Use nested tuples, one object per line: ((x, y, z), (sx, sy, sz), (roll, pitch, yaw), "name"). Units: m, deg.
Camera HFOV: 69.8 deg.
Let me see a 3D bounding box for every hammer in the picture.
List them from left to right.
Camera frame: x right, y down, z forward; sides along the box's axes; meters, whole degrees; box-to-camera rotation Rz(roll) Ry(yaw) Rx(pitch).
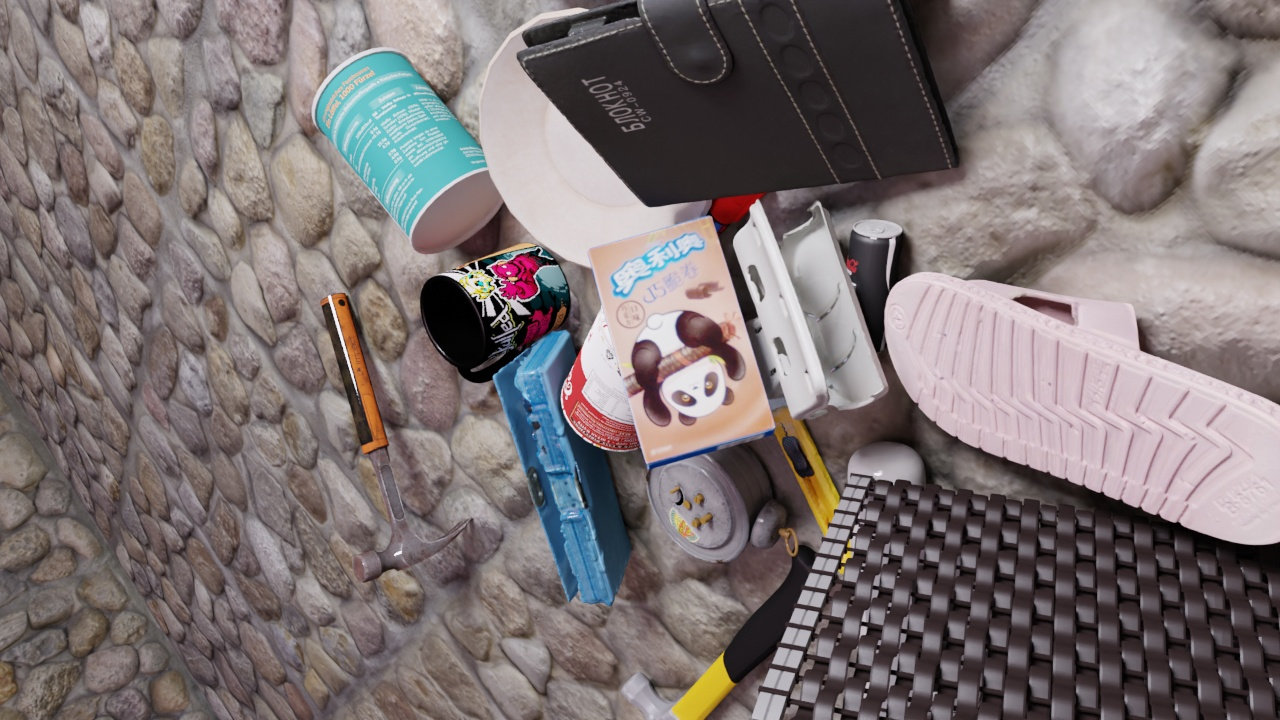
((-0.287, 0.074, 1.019), (0.035, 0.137, 0.314), (-27, 79, 48), "hammer")
((0.084, 0.266, 0.808), (0.127, 0.029, 0.325), (44, 134, 17), "hammer")

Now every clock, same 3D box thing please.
((0.064, 0.112, 0.721), (0.148, 0.056, 0.104), (27, 128, 34), "clock")

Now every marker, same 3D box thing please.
((0.042, -0.087, 0.661), (0.023, 0.021, 0.145), (42, 137, -4), "marker")

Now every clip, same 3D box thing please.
((0.111, -0.025, 0.576), (0.099, 0.152, 0.126), (-16, 73, 8), "clip")

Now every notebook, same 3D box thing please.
((0.055, -0.148, 0.516), (0.209, 0.029, 0.169), (-5, 152, 31), "notebook")

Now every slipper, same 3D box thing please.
((0.240, 0.015, 0.497), (0.239, 0.064, 0.094), (31, 135, 45), "slipper")

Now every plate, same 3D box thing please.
((-0.030, -0.153, 0.653), (0.189, 0.027, 0.189), (15, 126, 22), "plate")

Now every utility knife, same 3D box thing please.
((0.118, 0.069, 0.680), (0.031, 0.019, 0.217), (-23, 92, 38), "utility knife")

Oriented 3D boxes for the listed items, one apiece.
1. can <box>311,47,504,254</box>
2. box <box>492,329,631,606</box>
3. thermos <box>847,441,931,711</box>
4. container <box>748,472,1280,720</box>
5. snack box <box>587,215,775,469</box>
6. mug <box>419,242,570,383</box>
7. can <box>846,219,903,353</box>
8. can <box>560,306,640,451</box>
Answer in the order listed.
((-0.194, -0.177, 0.779), (0.144, 0.099, 0.099), (50, 137, 11), "can")
((-0.064, 0.095, 0.796), (0.054, 0.093, 0.232), (-9, 113, 14), "box")
((0.176, 0.163, 0.644), (0.052, 0.052, 0.224), (11, 118, 40), "thermos")
((0.216, 0.225, 0.472), (0.244, 0.244, 0.247), (2, 113, 25), "container")
((0.026, -0.012, 0.608), (0.034, 0.087, 0.151), (78, 176, -78), "snack box")
((-0.126, -0.033, 0.792), (0.082, 0.098, 0.118), (33, 131, 27), "mug")
((0.144, -0.046, 0.577), (0.031, 0.031, 0.081), (22, 125, 34), "can")
((-0.004, 0.004, 0.697), (0.086, 0.086, 0.117), (47, 142, 14), "can")
